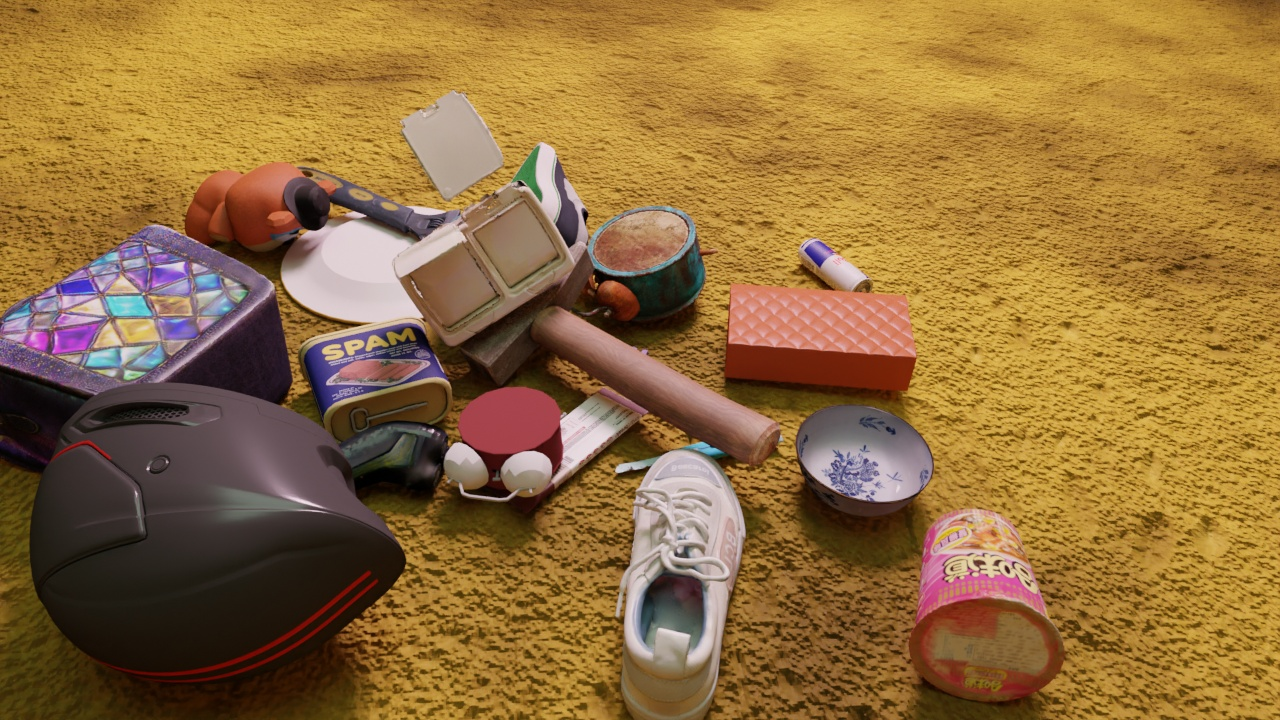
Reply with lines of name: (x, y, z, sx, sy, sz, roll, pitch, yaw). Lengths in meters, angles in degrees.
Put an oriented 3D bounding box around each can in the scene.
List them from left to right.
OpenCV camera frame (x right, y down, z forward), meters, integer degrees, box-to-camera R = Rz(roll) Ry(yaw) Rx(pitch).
can: (-0.233, 0.018, 0.811, 0.116, 0.057, 0.092, -15, 45, -22)
can: (0.213, -0.100, 1.011, 0.032, 0.032, 0.095, -19, 45, -25)

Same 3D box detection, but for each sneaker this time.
sneaker: (-0.104, -0.180, 1.060, 0.079, 0.084, 0.235, 30, 22, -25)
sneaker: (0.033, 0.137, 0.663, 0.089, 0.091, 0.241, 6, 39, 4)

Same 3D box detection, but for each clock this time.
clock: (-0.108, 0.070, 0.748, 0.087, 0.044, 0.124, 5, 38, 9)
clock: (-0.007, -0.088, 0.949, 0.157, 0.073, 0.121, -32, 44, -15)

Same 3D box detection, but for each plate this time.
plate: (-0.271, -0.115, 0.996, 0.230, 0.021, 0.229, 2, 40, -2)

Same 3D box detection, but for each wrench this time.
wrench: (-0.286, -0.167, 1.020, 0.273, 0.022, 0.073, 23, 50, 21)

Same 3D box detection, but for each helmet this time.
helmet: (-0.282, 0.121, 0.597, 0.265, 0.164, 0.169, -1, 54, 8)

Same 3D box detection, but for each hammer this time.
hammer: (-0.005, 0.005, 0.808, 0.301, 0.037, 0.157, 29, 68, 31)

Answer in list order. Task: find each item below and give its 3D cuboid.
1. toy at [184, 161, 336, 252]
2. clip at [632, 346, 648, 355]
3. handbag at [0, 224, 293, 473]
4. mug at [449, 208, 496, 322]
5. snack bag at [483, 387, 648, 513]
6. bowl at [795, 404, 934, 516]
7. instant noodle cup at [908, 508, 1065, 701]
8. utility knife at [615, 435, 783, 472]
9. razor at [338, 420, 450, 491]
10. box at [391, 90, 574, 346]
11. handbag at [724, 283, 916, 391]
toy: (-0.408, -0.168, 0.991, 0.176, 0.096, 0.111, -8, 30, 34)
clip: (-0.009, 0.004, 0.883, 0.035, 0.013, 0.051, 13, 38, 9)
handbag: (-0.435, -0.006, 0.768, 0.222, 0.126, 0.204, 18, 42, 13)
mug: (-0.149, -0.094, 0.916, 0.084, 0.104, 0.112, -10, 39, -17)
snack bag: (-0.062, 0.074, 0.791, 0.057, 0.013, 0.157, 26, 45, 29)
bowl: (0.182, 0.091, 0.767, 0.114, 0.045, 0.114, 3, 40, -2)
instant noodle cup: (0.239, 0.166, 0.652, 0.098, 0.098, 0.108, 11, 32, 8)
utility knife: (0.051, 0.081, 0.793, 0.151, 0.015, 0.022, -12, 43, -15)
razor: (-0.225, 0.092, 0.733, 0.151, 0.054, 0.067, -22, 63, -20)
box: (-0.149, -0.107, 0.767, 0.143, 0.193, 0.106, -35, 29, -4)
handbag: (0.171, -0.025, 0.894, 0.172, 0.060, 0.108, 4, 45, 5)
